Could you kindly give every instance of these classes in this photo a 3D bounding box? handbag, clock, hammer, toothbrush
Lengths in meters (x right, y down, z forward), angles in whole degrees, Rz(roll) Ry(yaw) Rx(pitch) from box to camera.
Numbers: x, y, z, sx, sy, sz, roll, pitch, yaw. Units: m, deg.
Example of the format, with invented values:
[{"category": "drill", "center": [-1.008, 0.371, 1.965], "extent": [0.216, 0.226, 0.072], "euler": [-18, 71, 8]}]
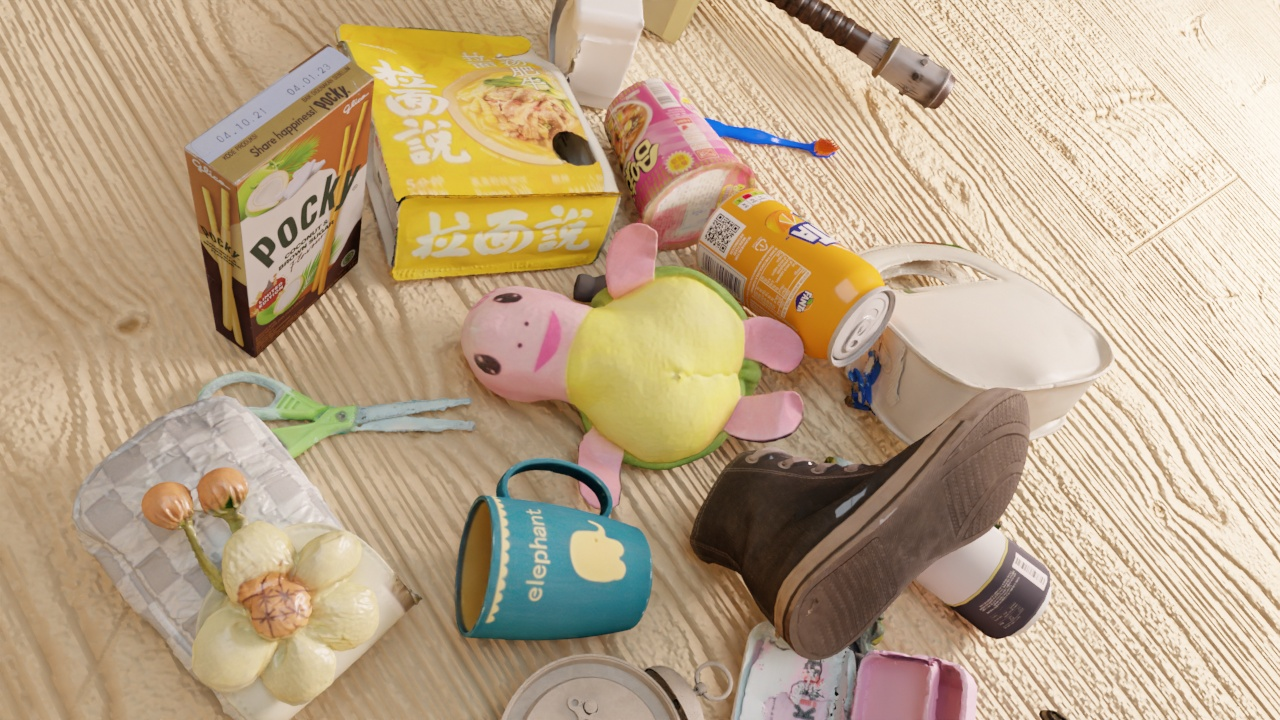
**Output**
[{"category": "handbag", "center": [-0.213, 0.100, 0.482], "extent": [0.112, 0.124, 0.171], "euler": [-41, 88, -26]}, {"category": "handbag", "center": [0.247, -0.018, 0.742], "extent": [0.200, 0.093, 0.199], "euler": [-6, 46, -22]}, {"category": "clock", "center": [-0.013, 0.220, 0.528], "extent": [0.156, 0.061, 0.103], "euler": [-23, 61, -25]}, {"category": "hammer", "center": [0.146, -0.331, 0.848], "extent": [0.325, 0.101, 0.189], "euler": [31, 58, -2]}, {"category": "toothbrush", "center": [0.093, -0.201, 0.810], "extent": [0.182, 0.018, 0.016], "euler": [6, 86, -17]}]

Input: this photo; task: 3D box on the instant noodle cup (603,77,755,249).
[{"category": "instant noodle cup", "center": [0.024, -0.160, 0.726], "extent": [0.097, 0.098, 0.108], "euler": [-13, 61, -25]}]

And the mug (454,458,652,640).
[{"category": "mug", "center": [-0.051, 0.114, 0.558], "extent": [0.104, 0.085, 0.112], "euler": [11, 58, -22]}]

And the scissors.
[{"category": "scissors", "center": [-0.189, 0.045, 0.586], "extent": [0.175, 0.033, 0.078], "euler": [0, 61, -16]}]

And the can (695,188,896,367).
[{"category": "can", "center": [0.113, -0.063, 0.685], "extent": [0.079, 0.079, 0.142], "euler": [-28, 53, -29]}]

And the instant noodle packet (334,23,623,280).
[{"category": "instant noodle packet", "center": [-0.128, -0.177, 0.691], "extent": [0.162, 0.084, 0.221], "euler": [-9, 61, -26]}]

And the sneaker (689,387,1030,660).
[{"category": "sneaker", "center": [0.149, 0.082, 0.601], "extent": [0.234, 0.120, 0.095], "euler": [-38, 125, -15]}]

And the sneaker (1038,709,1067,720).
[{"category": "sneaker", "center": [0.255, 0.319, 0.548], "extent": [0.143, 0.101, 0.237], "euler": [38, 53, -3]}]

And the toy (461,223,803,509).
[{"category": "toy", "center": [-0.004, 0.004, 0.625], "extent": [0.238, 0.087, 0.190], "euler": [6, 95, -7]}]

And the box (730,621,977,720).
[{"category": "box", "center": [0.118, 0.270, 0.543], "extent": [0.150, 0.073, 0.201], "euler": [7, 69, 19]}]

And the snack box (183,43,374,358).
[{"category": "snack box", "center": [-0.208, -0.085, 0.542], "extent": [0.031, 0.186, 0.100], "euler": [36, 58, 1]}]

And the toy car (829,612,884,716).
[{"category": "toy car", "center": [0.125, 0.201, 0.604], "extent": [0.048, 0.033, 0.105], "euler": [26, 69, -9]}]

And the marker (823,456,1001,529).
[{"category": "marker", "center": [0.206, 0.103, 0.694], "extent": [0.146, 0.017, 0.017], "euler": [20, 59, -9]}]

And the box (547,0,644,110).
[{"category": "box", "center": [-0.048, -0.271, 0.745], "extent": [0.076, 0.107, 0.102], "euler": [3, 63, -14]}]

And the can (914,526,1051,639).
[{"category": "can", "center": [0.224, 0.137, 0.654], "extent": [0.127, 0.064, 0.064], "euler": [38, 58, 2]}]

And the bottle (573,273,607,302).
[{"category": "bottle", "center": [0.006, -0.043, 0.681], "extent": [0.112, 0.047, 0.046], "euler": [11, 61, -14]}]
